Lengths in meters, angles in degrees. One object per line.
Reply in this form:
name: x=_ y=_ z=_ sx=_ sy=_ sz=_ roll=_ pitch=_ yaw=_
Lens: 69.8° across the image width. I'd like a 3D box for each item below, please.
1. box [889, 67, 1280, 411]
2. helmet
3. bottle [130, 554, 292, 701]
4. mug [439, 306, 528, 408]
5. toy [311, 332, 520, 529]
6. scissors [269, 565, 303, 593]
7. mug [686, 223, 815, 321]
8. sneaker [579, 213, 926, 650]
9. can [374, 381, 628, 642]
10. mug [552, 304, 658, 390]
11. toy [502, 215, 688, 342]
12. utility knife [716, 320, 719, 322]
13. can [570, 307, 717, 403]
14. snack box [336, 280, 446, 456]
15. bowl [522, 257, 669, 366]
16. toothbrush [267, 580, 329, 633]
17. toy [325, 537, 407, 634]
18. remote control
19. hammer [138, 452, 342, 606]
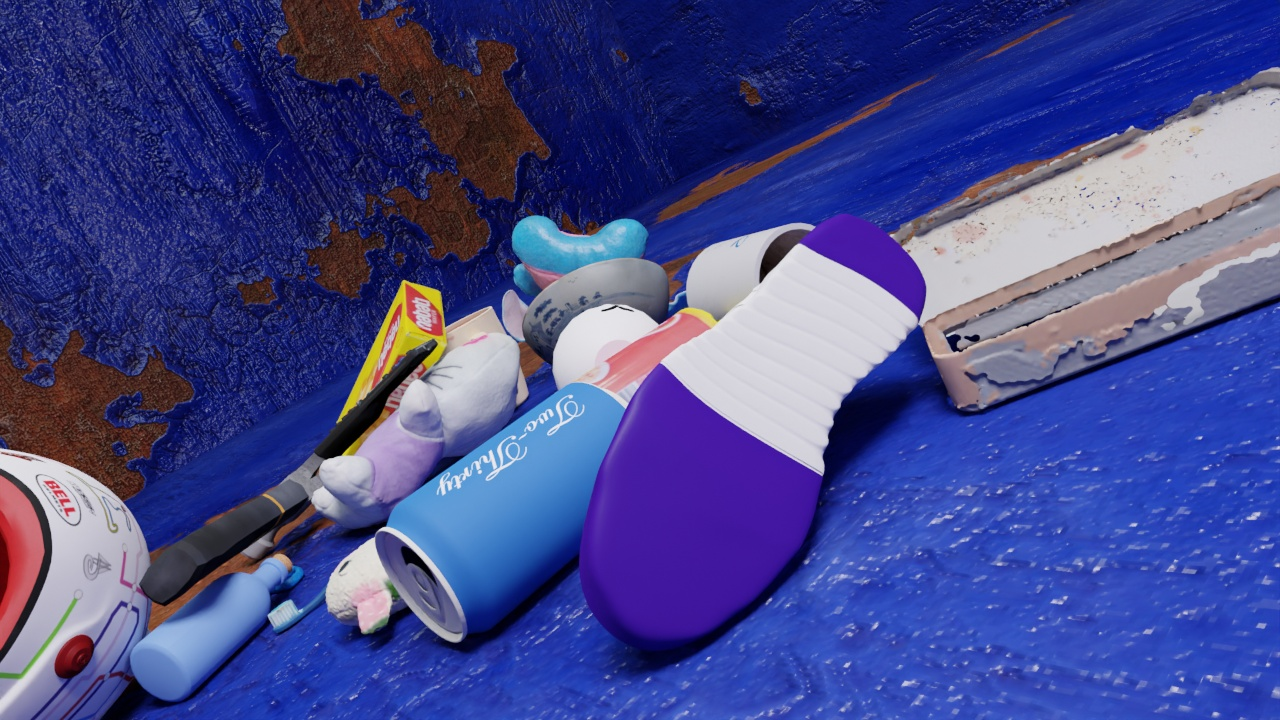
box: x=0.239 y=-0.060 z=0.451 sx=0.217 sy=0.071 sz=0.156 roll=-24 pitch=40 yaw=17
helmet: x=-0.472 y=0.188 z=0.570 sx=0.313 sy=0.231 sz=0.237 roll=-32 pitch=-15 yaw=-39
bottle: x=-0.294 y=0.180 z=0.651 sx=0.048 sy=0.048 sz=0.131 roll=-22 pitch=13 yaw=24
mug: x=-0.162 y=0.008 z=0.950 sx=0.085 sy=0.104 sz=0.112 roll=-34 pitch=14 yaw=-25
toy: x=-0.187 y=0.063 z=0.805 sx=0.208 sy=0.085 sz=0.138 roll=-44 pitch=-3 yaw=-33
scissors: x=-0.328 y=0.197 z=0.753 sx=0.126 sy=0.014 sz=0.130 roll=-18 pitch=13 yaw=35
mug: x=0.111 y=-0.057 z=0.707 sx=0.119 sy=0.083 sz=0.096 roll=-3 pitch=0 yaw=-26
sneaker: x=0.040 y=0.033 z=0.441 sx=0.243 sy=0.092 sz=0.111 roll=-48 pitch=0 yaw=-32
can: x=-0.062 y=0.077 z=0.495 sx=0.145 sy=0.079 sz=0.079 roll=-36 pitch=15 yaw=-35
mug: x=-0.004 y=0.004 z=0.692 sx=0.124 sy=0.090 sz=0.076 roll=3 pitch=0 yaw=-9
toy: x=-0.037 y=-0.075 z=0.927 sx=0.224 sy=0.098 sz=0.192 roll=-6 pitch=-30 yaw=3
utility knife: x=0.047 y=-0.014 z=0.720 sx=0.020 sy=0.029 sz=0.234 roll=-26 pitch=5 yaw=-23
can: x=0.004 y=0.021 z=0.614 sx=0.124 sy=0.067 sz=0.067 roll=-34 pitch=13 yaw=-26
snack box: x=-0.252 y=0.026 z=0.915 sx=0.201 sy=0.042 sz=0.092 roll=-56 pitch=31 yaw=27
bowl: x=-0.032 y=-0.026 z=0.853 sx=0.150 sy=0.056 sz=0.151 roll=-18 pitch=-27 yaw=-10
toothbrush: x=-0.207 y=0.150 z=0.663 sx=0.132 sy=0.016 sz=0.021 roll=-35 pitch=16 yaw=-30
toy: x=-0.150 y=0.129 z=0.562 sx=0.087 sy=0.050 sz=0.112 roll=-29 pitch=17 yaw=-9
remote control: x=-0.228 y=0.035 z=0.797 sx=0.141 sy=0.021 sz=0.045 roll=-43 pitch=3 yaw=19
hammer: x=-0.319 y=0.136 z=0.741 sx=0.139 sy=0.035 sz=0.312 roll=-47 pitch=5 yaw=-2
